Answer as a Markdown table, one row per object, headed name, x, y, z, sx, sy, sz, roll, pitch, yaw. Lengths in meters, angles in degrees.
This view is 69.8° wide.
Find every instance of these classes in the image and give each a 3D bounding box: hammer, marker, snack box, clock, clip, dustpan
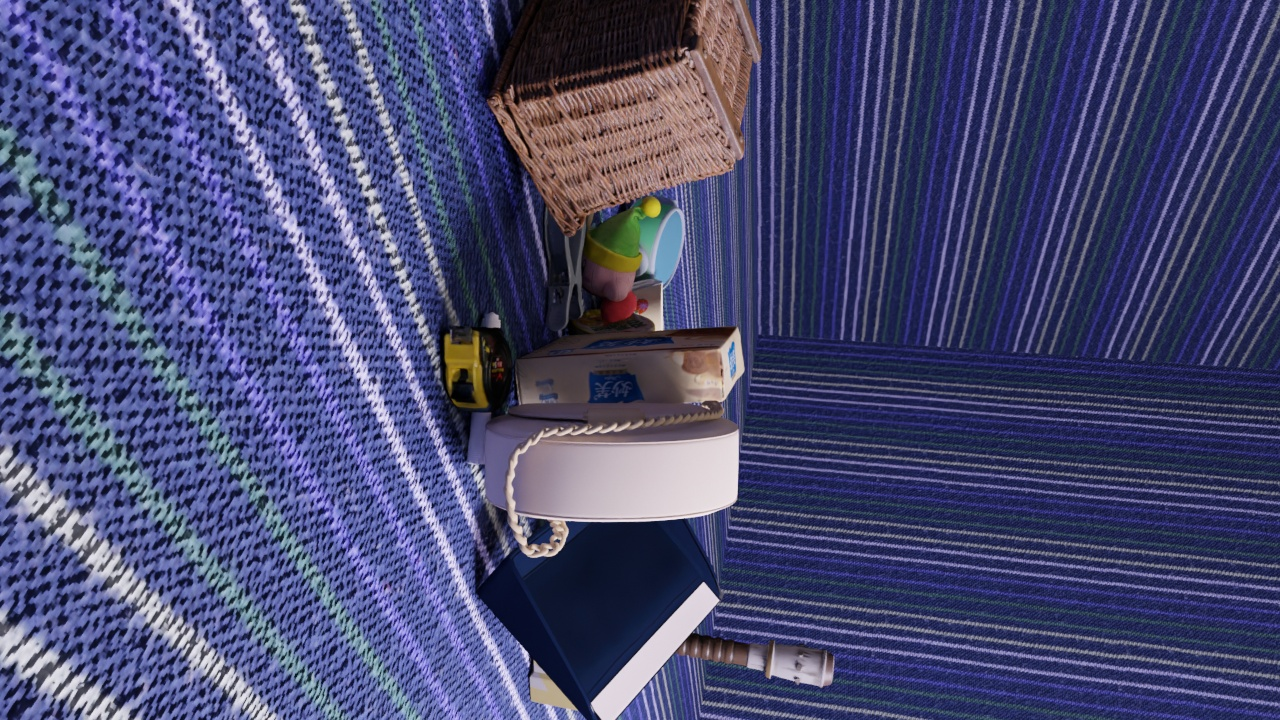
| name | x | y | z | sx | sy | sz | roll | pitch | yaw |
| --- | --- | --- | --- | --- | --- | --- | --- | --- | --- |
| hammer | 0.047 | 0.311 | 1.010 | 0.100 | 0.325 | 0.190 | -64 | 159 | -60 |
| marker | -0.135 | 0.024 | 0.799 | 0.020 | 0.017 | 0.133 | 11 | 83 | -51 |
| snack box | -0.006 | 0.006 | 0.947 | 0.153 | 0.207 | 0.055 | -38 | 124 | -74 |
| clock | 0.003 | -0.149 | 1.291 | 0.122 | 0.075 | 0.161 | 79 | 32 | -55 |
| clip | -0.077 | -0.119 | 1.004 | 0.108 | 0.028 | 0.163 | -35 | 130 | -73 |
| dustpan | -0.046 | 0.173 | 0.901 | 0.235 | 0.273 | 0.080 | -32 | 164 | -51 |

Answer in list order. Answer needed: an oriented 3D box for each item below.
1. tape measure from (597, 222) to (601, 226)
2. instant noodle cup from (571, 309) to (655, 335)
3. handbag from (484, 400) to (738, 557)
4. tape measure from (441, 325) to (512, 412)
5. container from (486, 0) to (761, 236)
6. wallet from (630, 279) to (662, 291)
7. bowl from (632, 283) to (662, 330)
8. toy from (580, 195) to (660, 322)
| name | x | y | z | sx | sy | sz | roll | pitch | yaw |
| --- | --- | --- | --- | --- | --- | --- | --- | --- | --- |
| tape measure | -0.043 | -0.132 | 1.136 | 0.062 | 0.038 | 0.067 | -68 | 159 | -55 |
| instant noodle cup | -0.036 | 0.003 | 1.095 | 0.102 | 0.102 | 0.108 | -58 | 157 | -66 |
| handbag | -0.025 | 0.088 | 0.777 | 0.208 | 0.210 | 0.103 | -136 | -133 | -84 |
| tape measure | -0.133 | 0.006 | 0.750 | 0.071 | 0.042 | 0.072 | -19 | 109 | -78 |
| container | 0.000 | -0.268 | 0.847 | 0.162 | 0.183 | 0.249 | 58 | 32 | -43 |
| wallet | -0.010 | -0.053 | 1.257 | 0.086 | 0.032 | 0.116 | -18 | 128 | -39 |
| bowl | -0.009 | -0.038 | 1.174 | 0.118 | 0.074 | 0.118 | 4 | 86 | -88 |
| toy | -0.028 | -0.128 | 1.055 | 0.124 | 0.096 | 0.132 | -117 | -159 | -51 |
